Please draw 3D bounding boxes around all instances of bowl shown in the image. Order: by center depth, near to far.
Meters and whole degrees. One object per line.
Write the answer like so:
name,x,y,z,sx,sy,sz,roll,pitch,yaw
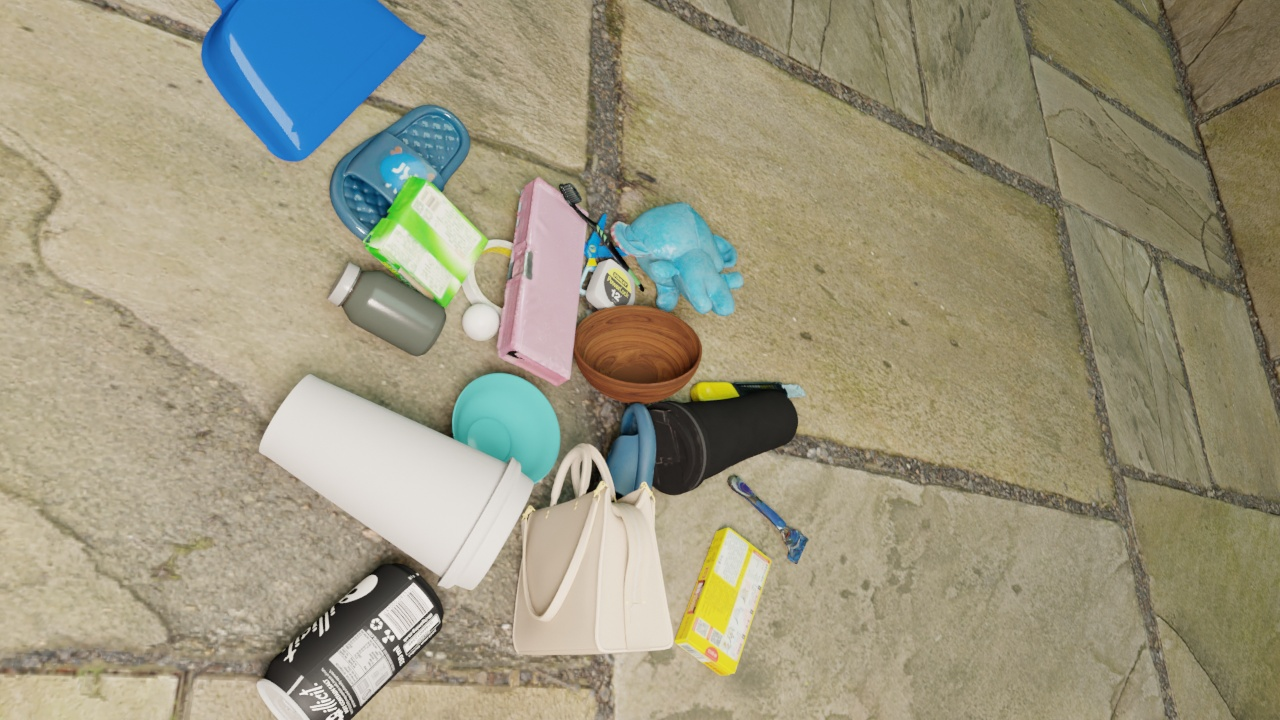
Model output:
bowl,-0.147,0.078,0.948,0.121,0.046,0.121,15,63,-31
bowl,-0.006,0.006,1.057,0.147,0.069,0.147,4,39,-3

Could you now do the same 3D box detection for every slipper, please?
slipper,-0.253,-0.210,0.984,0.104,0.059,0.213,39,51,-15
slipper,-0.025,0.150,0.985,0.059,0.104,0.213,11,71,-10

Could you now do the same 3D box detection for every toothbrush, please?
toothbrush,-0.041,-0.145,1.100,0.188,0.017,0.014,49,37,-39

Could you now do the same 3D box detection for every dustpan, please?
dustpan,-0.388,-0.365,0.950,0.257,0.060,0.244,47,50,-24

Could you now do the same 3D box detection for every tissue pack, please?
tissue pack,-0.220,-0.120,0.953,0.114,0.034,0.099,47,63,-41

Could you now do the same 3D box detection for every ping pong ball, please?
ping pong ball,-0.171,-0.041,0.984,0.040,0.040,0.040,15,63,-31

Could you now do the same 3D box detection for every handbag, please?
handbag,-0.052,0.177,0.877,0.101,0.195,0.197,7,71,-30

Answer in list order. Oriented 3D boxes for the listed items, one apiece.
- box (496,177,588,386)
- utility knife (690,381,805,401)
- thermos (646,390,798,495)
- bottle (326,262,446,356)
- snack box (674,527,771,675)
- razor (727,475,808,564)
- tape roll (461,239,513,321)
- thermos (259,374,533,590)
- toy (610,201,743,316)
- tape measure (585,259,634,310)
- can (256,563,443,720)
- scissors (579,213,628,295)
box,-0.107,-0.090,1.031,0.098,0.041,0.232,31,51,-41
utility knife,0.146,0.042,1.200,0.197,0.020,0.028,0,72,-35
thermos,0.096,0.087,1.096,0.218,0.106,0.105,-10,77,-44
bottle,-0.253,-0.052,0.916,0.108,0.060,0.060,31,55,-23
snack box,0.098,0.276,1.060,0.075,0.025,0.151,40,52,-17
razor,0.159,0.194,1.146,0.141,0.018,0.043,45,52,-13
tape roll,-0.155,-0.090,1.031,0.094,0.019,0.094,15,63,-32
thermos,-0.220,0.103,0.827,0.222,0.132,0.131,31,54,-6
toy,0.054,-0.112,1.140,0.183,0.115,0.180,4,47,-35
tape measure,-0.034,-0.083,1.110,0.064,0.017,0.064,40,54,-36
can,-0.243,0.246,0.782,0.080,0.080,0.145,53,50,-6
scissors,-0.060,-0.129,1.122,0.125,0.016,0.125,-3,76,-36
